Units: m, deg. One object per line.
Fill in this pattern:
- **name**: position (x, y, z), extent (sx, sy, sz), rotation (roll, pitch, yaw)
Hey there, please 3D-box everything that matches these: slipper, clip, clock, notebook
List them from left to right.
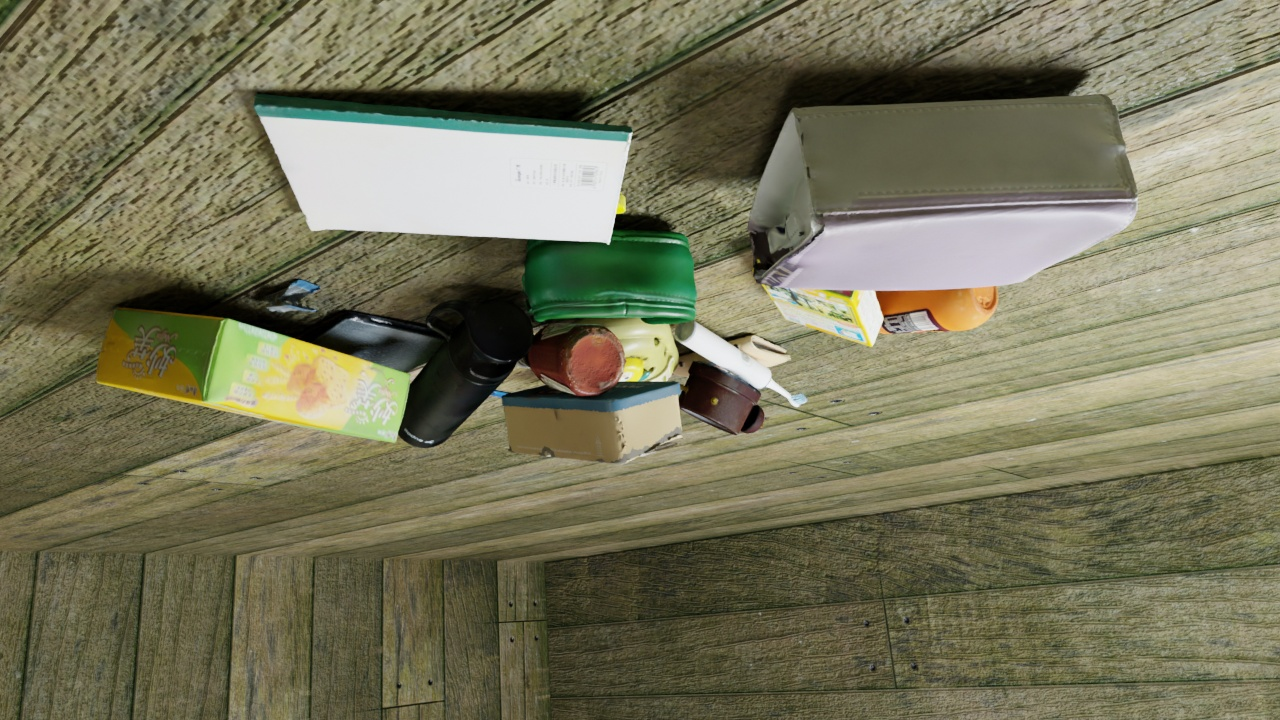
- **clip**: position (-0.295, -0.050, 0.768), extent (0.058, 0.045, 0.027), rotation (-5, 169, 35)
- **notebook**: position (-0.116, -0.113, 0.578), extent (0.209, 0.012, 0.151), rotation (3, 162, -6)
- **slipper**: position (-0.005, 0.005, 0.921), extent (0.092, 0.081, 0.190), rotation (-10, 165, 12)
- **clock**: position (0.089, 0.045, 0.993), extent (0.082, 0.055, 0.122), rotation (21, 171, 37)

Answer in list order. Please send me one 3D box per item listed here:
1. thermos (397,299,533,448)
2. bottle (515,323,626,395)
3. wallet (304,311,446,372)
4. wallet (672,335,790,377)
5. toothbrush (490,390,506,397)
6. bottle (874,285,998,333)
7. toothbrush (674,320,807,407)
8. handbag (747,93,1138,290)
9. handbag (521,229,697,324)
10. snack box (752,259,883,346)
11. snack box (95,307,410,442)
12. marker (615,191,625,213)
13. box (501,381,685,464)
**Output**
- **thermos**: position (-0.184, 0.010, 0.880), extent (0.090, 0.068, 0.243), rotation (36, 145, -10)
- **bottle**: position (-0.076, -0.004, 0.830), extent (0.059, 0.060, 0.206), rotation (3, -179, -24)
- **wallet**: position (-0.251, -0.018, 0.890), extent (0.120, 0.019, 0.097), rotation (13, 154, -42)
- **wallet**: position (0.101, 0.000, 1.030), extent (0.115, 0.024, 0.087), rotation (-19, 153, 37)
- **toothbrush**: position (-0.130, 0.056, 1.167), extent (0.014, 0.016, 0.189), rotation (-26, 153, 34)
- **bottle**: position (0.243, -0.052, 0.833), extent (0.066, 0.066, 0.150), rotation (10, 165, -40)
- **toothbrush**: position (0.114, 0.009, 0.979), extent (0.026, 0.026, 0.221), rotation (-21, 145, 35)
- **handbag**: position (0.178, -0.100, 0.581), extent (0.197, 0.098, 0.145), rotation (-3, 162, -8)
- **handbag**: position (-0.026, -0.057, 0.717), extent (0.131, 0.068, 0.120), rotation (-1, 172, -14)
- **snack box**: position (0.154, -0.055, 0.778), extent (0.087, 0.033, 0.140), rotation (20, 175, 24)
- **snack box**: position (-0.335, 0.016, 0.815), extent (0.158, 0.070, 0.210), rotation (6, 169, 31)
- **marker**: position (-0.071, -0.105, 0.648), extent (0.124, 0.015, 0.018), rotation (-5, 159, 12)
- **box**: position (-0.041, 0.052, 0.817), extent (0.185, 0.060, 0.089), rotation (-4, -173, 45)
